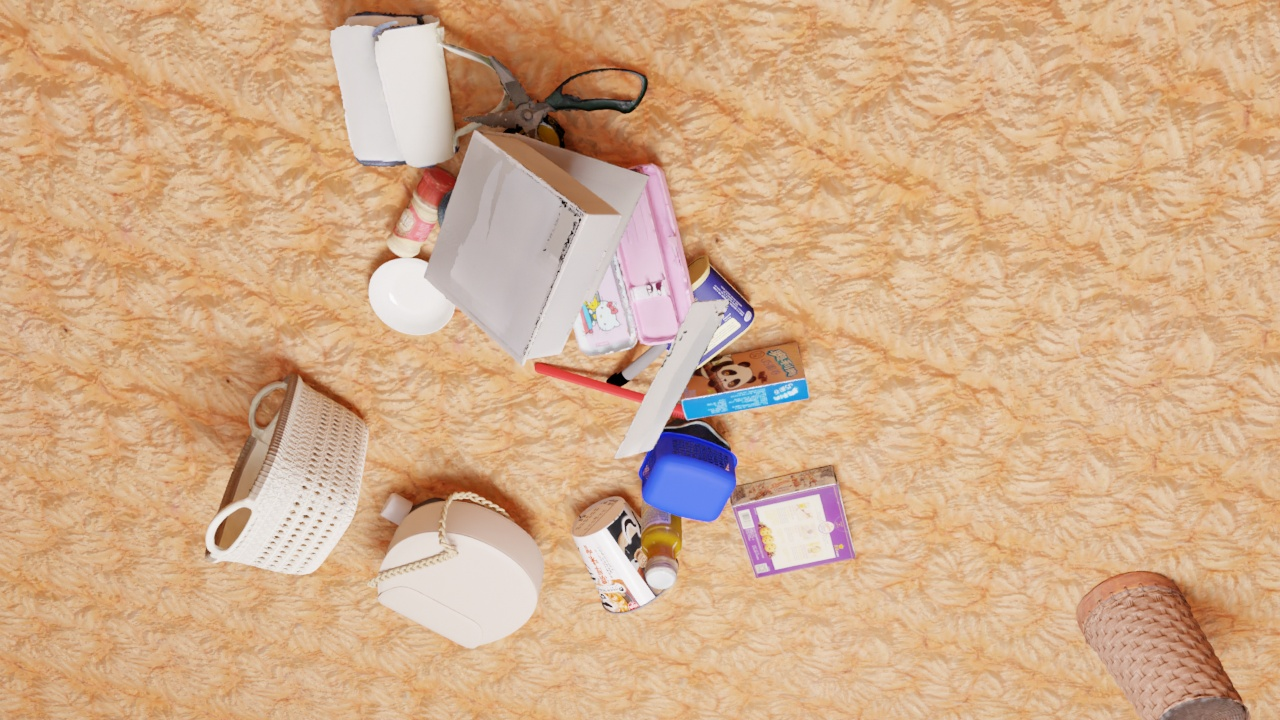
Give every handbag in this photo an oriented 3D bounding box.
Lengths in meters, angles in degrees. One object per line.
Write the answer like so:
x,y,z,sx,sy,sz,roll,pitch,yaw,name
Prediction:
-0.244,0.295,1.243,0.210,0.103,0.209,33,121,-16,handbag
-0.223,-0.281,0.958,0.176,0.073,0.151,-1,122,1,handbag

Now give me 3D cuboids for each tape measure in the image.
-0.113,-0.240,1.003,0.062,0.034,0.061,-37,115,21,tape measure

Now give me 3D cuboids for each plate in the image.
-0.274,-0.082,1.111,0.104,0.026,0.104,1,121,1,plate

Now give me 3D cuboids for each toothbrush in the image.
-0.034,0.041,1.166,0.212,0.012,0.018,16,147,5,toothbrush

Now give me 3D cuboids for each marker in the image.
-0.007,0.007,1.132,0.022,0.016,0.139,16,149,-23,marker

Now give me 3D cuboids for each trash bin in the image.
0.726,0.424,1.285,0.151,0.209,0.151,1,121,2,trash bin

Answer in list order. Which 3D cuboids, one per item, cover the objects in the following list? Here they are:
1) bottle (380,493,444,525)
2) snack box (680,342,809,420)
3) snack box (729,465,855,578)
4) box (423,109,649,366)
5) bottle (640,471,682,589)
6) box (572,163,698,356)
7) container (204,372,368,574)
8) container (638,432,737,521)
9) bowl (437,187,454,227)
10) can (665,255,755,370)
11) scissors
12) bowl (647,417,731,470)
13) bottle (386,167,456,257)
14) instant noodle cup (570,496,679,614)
-0.284,0.244,1.301,0.174,0.046,0.084,34,117,-18,bottle
0.126,0.025,1.128,0.151,0.087,0.034,-11,120,9,snack box
0.213,0.227,1.278,0.148,0.040,0.143,-14,120,10,snack box
-0.076,-0.158,1.017,0.173,0.420,0.168,29,115,5,box
0.028,0.217,1.192,0.053,0.185,0.053,1,122,1,bottle
-0.022,-0.112,1.046,0.153,0.038,0.201,-9,101,26,box
-0.435,0.144,1.139,0.142,0.245,0.185,28,115,-25,container
0.061,0.151,1.160,0.114,0.058,0.096,18,120,-10,container
-0.153,-0.160,1.032,0.137,0.057,0.137,13,142,11,bowl
0.067,-0.054,1.100,0.116,0.056,0.092,-38,114,22,can
-0.075,-0.253,0.978,0.202,0.015,0.202,-32,118,2,scissors
0.063,0.113,1.204,0.110,0.055,0.110,1,121,2,bowl
-0.250,-0.167,1.048,0.044,0.044,0.109,31,118,-16,bottle
-0.029,0.262,1.270,0.124,0.123,0.122,-25,109,16,instant noodle cup
